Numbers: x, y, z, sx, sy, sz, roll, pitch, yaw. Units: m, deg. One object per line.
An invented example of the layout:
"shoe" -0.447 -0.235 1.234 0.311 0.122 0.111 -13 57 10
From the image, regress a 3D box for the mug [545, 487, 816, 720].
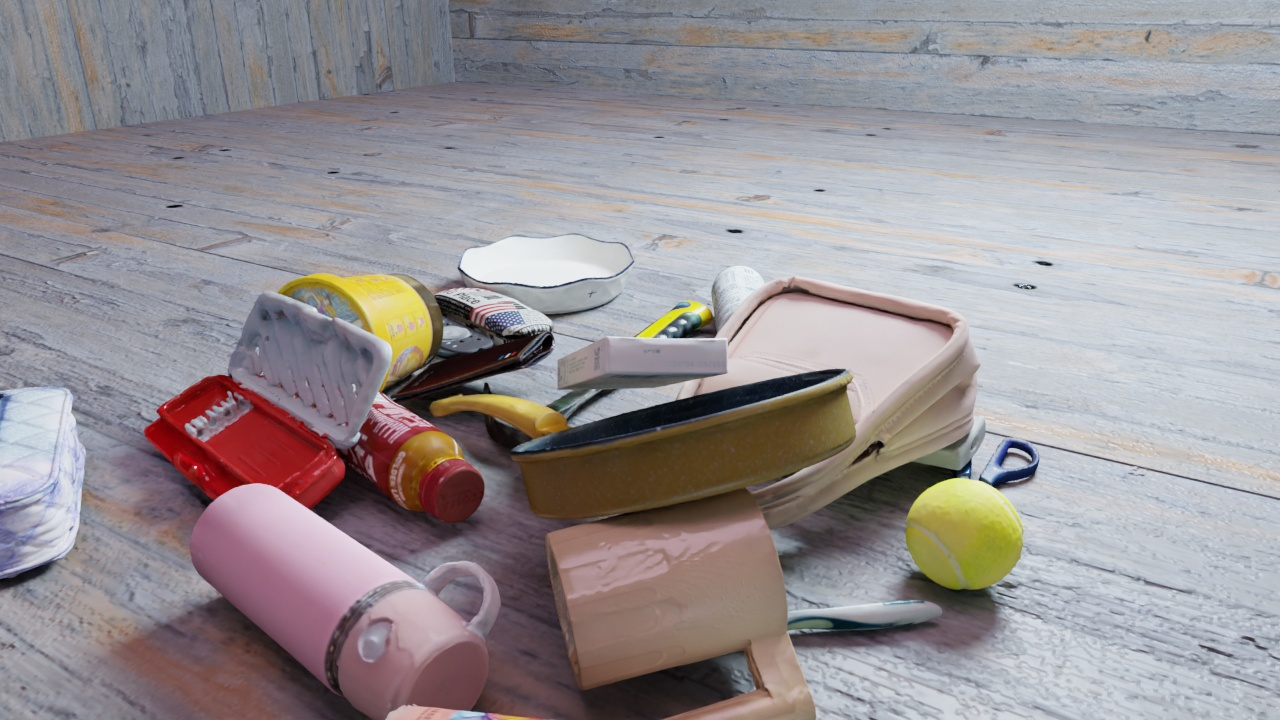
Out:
"mug" 0.016 0.130 0.455 0.103 0.084 0.124 -12 60 -12

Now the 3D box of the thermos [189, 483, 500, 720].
"thermos" -0.158 0.120 0.490 0.199 0.067 0.087 16 63 38

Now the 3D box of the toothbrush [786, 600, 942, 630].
"toothbrush" 0.074 0.147 0.503 0.191 0.016 0.018 -3 33 -5

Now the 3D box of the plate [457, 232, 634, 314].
"plate" -0.109 -0.102 1.065 0.205 0.046 0.204 -1 24 0

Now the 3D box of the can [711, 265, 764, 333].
"can" 0.102 -0.049 0.916 0.058 0.058 0.146 0 22 1

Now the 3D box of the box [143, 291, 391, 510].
"box" -0.270 0.032 0.671 0.201 0.058 0.161 20 68 41

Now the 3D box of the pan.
"pan" -0.031 0.040 0.586 0.197 0.078 0.358 -13 0 -43

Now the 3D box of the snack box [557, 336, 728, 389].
"snack box" -0.004 0.004 0.663 0.084 0.027 0.157 0 -5 -17

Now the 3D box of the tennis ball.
"tennis ball" 0.190 0.102 0.541 0.065 0.065 0.065 0 23 0

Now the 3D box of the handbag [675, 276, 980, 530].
"handbag" 0.109 0.039 0.660 0.233 0.093 0.193 -37 34 -31

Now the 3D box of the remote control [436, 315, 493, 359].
"remote control" -0.195 -0.022 0.902 0.053 0.024 0.136 -19 30 -40

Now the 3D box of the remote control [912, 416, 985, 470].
"remote control" 0.188 0.052 0.702 0.135 0.019 0.056 8 30 37

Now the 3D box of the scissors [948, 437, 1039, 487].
"scissors" 0.225 0.086 0.651 0.172 0.012 0.133 -15 28 -31

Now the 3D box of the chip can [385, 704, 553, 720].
"chip can" 0.004 0.179 0.355 0.215 0.071 0.071 2 23 9

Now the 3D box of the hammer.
"hammer" -0.023 0.005 0.825 0.126 0.032 0.322 12 26 25

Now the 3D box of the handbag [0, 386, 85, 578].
"handbag" -0.449 0.076 0.605 0.134 0.076 0.194 -12 25 -25

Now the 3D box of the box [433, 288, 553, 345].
"box" -0.154 -0.042 0.939 0.068 0.052 0.164 -30 34 -32

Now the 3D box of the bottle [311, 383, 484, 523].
"bottle" -0.175 0.063 0.653 0.057 0.057 0.175 -19 29 -38

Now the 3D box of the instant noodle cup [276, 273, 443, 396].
"instant noodle cup" -0.241 -0.023 0.795 0.118 0.118 0.114 8 17 20

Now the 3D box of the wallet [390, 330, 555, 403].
"wallet" -0.141 0.006 0.785 0.122 0.020 0.096 -15 10 15
